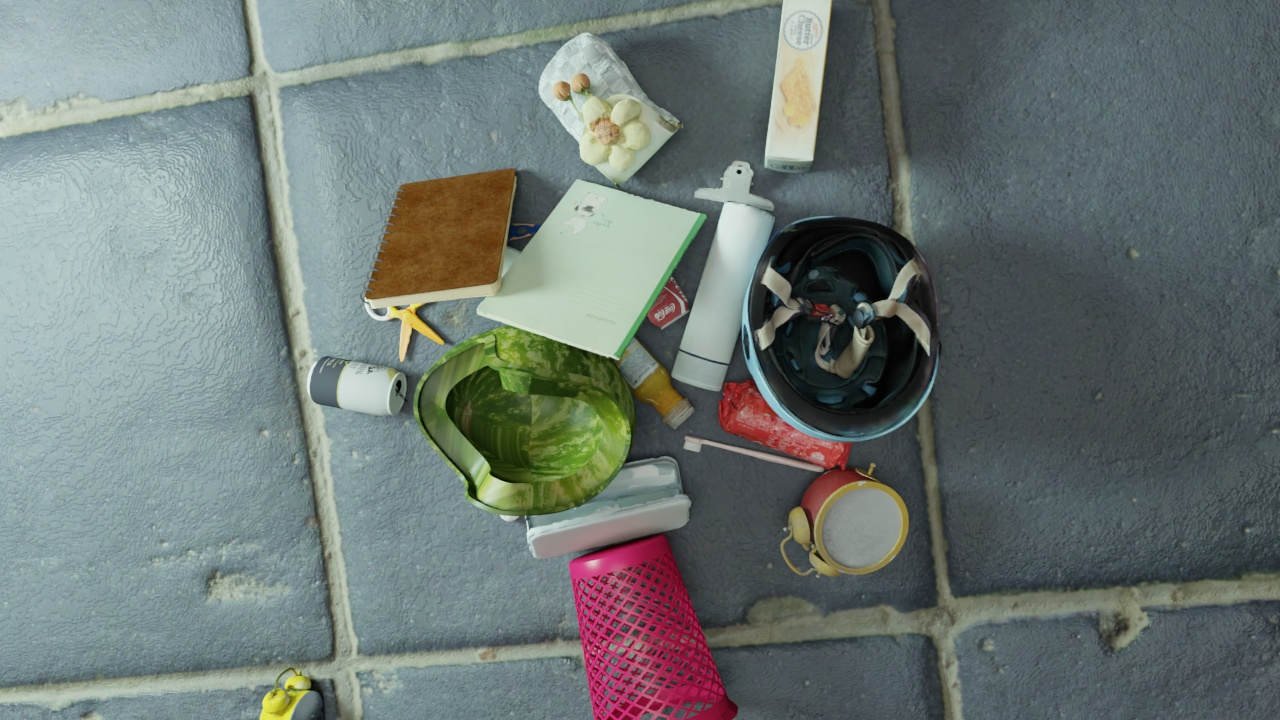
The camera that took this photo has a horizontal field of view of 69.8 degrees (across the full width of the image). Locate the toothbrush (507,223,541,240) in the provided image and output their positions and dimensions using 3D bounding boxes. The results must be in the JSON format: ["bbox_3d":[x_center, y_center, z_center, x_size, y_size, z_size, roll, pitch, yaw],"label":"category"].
[{"bbox_3d":[-0.145,-0.168,1.184,0.135,0.017,0.021,-5,99,7],"label":"toothbrush"}]

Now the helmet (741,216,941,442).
[{"bbox_3d":[0.225,-0.023,1.060,0.225,0.167,0.265,3,69,-1],"label":"helmet"}]

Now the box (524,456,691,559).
[{"bbox_3d":[-0.039,0.200,1.136,0.216,0.109,0.108,-13,107,-1],"label":"box"}]

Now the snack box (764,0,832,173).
[{"bbox_3d":[0.186,-0.333,1.086,0.057,0.104,0.208,6,95,7],"label":"snack box"}]

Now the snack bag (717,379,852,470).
[{"bbox_3d":[0.180,0.077,1.128,0.176,0.082,0.082,19,96,4],"label":"snack bag"}]

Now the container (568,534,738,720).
[{"bbox_3d":[0.001,0.342,1.134,0.183,0.183,0.225,-16,84,8],"label":"container"}]

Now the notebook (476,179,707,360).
[{"bbox_3d":[-0.052,-0.115,1.080,0.182,0.010,0.251,19,53,17],"label":"notebook"}]

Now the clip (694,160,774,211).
[{"bbox_3d":[0.120,-0.220,1.142,0.101,0.038,0.054,10,108,5],"label":"clip"}]

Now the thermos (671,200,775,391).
[{"bbox_3d":[0.102,-0.078,1.135,0.068,0.068,0.230,17,95,6],"label":"thermos"}]

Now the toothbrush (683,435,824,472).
[{"bbox_3d":[0.144,0.122,1.170,0.181,0.015,0.018,11,102,7],"label":"toothbrush"}]

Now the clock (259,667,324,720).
[{"bbox_3d":[-0.471,0.476,1.240,0.057,0.083,0.119,-1,96,13],"label":"clock"}]

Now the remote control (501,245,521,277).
[{"bbox_3d":[-0.220,-0.139,1.190,0.143,0.024,0.050,20,106,4],"label":"remote control"}]

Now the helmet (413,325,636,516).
[{"bbox_3d":[-0.128,0.063,1.087,0.242,0.247,0.213,-1,104,-36],"label":"helmet"}]

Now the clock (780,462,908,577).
[{"bbox_3d":[0.243,0.201,1.128,0.159,0.081,0.117,-36,106,-1],"label":"clock"}]

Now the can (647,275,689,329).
[{"bbox_3d":[0.018,-0.090,1.151,0.054,0.054,0.096,-34,89,8],"label":"can"}]

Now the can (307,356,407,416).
[{"bbox_3d":[-0.365,0.035,1.202,0.127,0.064,0.064,10,95,6],"label":"can"}]

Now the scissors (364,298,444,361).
[{"bbox_3d":[-0.313,-0.061,1.215,0.129,0.011,0.125,10,94,8],"label":"scissors"}]

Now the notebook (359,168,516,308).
[{"bbox_3d":[-0.241,-0.152,1.118,0.167,0.225,0.024,-7,135,7],"label":"notebook"}]

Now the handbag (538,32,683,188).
[{"bbox_3d":[-0.050,-0.308,1.109,0.113,0.123,0.171,-41,88,23],"label":"handbag"}]

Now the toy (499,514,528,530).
[{"bbox_3d":[-0.135,0.165,1.197,0.076,0.037,0.125,25,98,7],"label":"toy"}]

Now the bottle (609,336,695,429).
[{"bbox_3d":[-0.007,0.007,1.161,0.053,0.053,0.186,-43,88,8],"label":"bottle"}]
